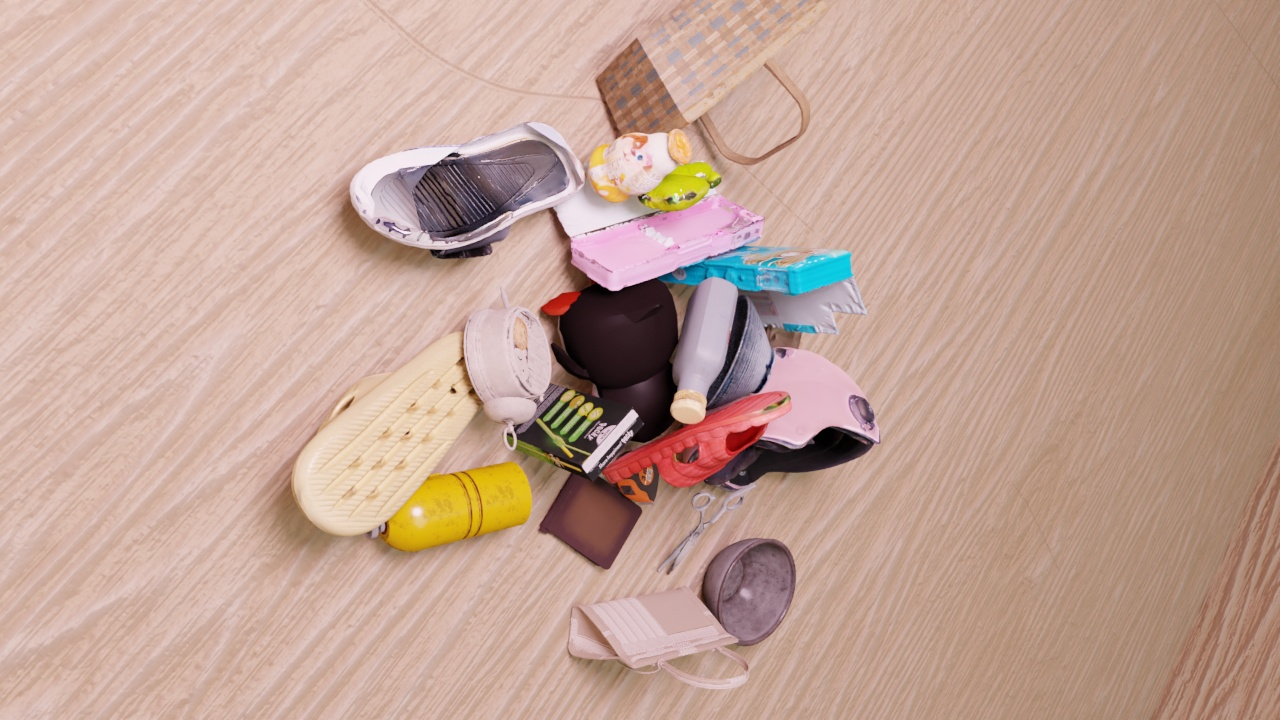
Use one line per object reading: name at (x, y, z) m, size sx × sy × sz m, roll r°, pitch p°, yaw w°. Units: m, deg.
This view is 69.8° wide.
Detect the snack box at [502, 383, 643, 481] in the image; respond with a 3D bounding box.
snack box at (-0.073, 0.072, 0.961) m, size 0.080 × 0.148 × 0.025 m, roll -48°, pitch 124°, yaw -22°

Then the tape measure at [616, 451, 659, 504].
tape measure at (-0.007, 0.137, 1.098) m, size 0.058 × 0.038 × 0.058 m, roll 30°, pitch 61°, yaw -47°

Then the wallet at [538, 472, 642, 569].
wallet at (-0.058, 0.186, 1.084) m, size 0.115 × 0.018 × 0.091 m, roll 42°, pitch 71°, yaw -33°

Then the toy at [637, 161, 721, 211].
toy at (0.043, -0.189, 0.994) m, size 0.094 × 0.093 × 0.036 m, roll -8°, pitch 123°, yaw 0°

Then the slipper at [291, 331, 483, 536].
slipper at (-0.239, 0.064, 0.875) m, size 0.260 × 0.079 × 0.111 m, roll -50°, pitch 128°, yaw -44°

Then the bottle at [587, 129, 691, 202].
bottle at (-0.001, -0.203, 0.942) m, size 0.063 × 0.109 × 0.063 m, roll 17°, pitch 68°, yaw -49°

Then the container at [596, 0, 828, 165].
container at (0.097, -0.306, 1.012) m, size 0.249 × 0.158 × 0.186 m, roll -44°, pitch 102°, yaw -24°

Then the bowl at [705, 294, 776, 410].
bowl at (0.110, 0.002, 0.999) m, size 0.057 × 0.137 × 0.137 m, roll 22°, pitch 83°, yaw -10°

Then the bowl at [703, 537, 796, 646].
bowl at (0.135, 0.300, 1.230) m, size 0.144 × 0.067 × 0.145 m, roll -9°, pitch 104°, yaw -38°

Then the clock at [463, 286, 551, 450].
clock at (-0.126, 0.013, 0.920) m, size 0.103 × 0.061 × 0.156 m, roll 44°, pitch 38°, yaw -60°

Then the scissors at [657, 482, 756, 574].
scissors at (0.082, 0.211, 1.151) m, size 0.117 × 0.014 × 0.162 m, roll -6°, pitch 129°, yaw -19°

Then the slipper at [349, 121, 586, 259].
slipper at (-0.162, -0.161, 0.892) m, size 0.263 × 0.063 × 0.111 m, roll -34°, pitch 87°, yaw -42°

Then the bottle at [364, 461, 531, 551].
bottle at (-0.198, 0.149, 0.926) m, size 0.163 × 0.071 × 0.071 m, roll -8°, pitch 103°, yaw -38°

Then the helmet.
helmet at (0.166, 0.070, 1.129) m, size 0.255 × 0.231 × 0.152 m, roll 6°, pitch 63°, yaw -34°

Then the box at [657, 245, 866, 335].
box at (0.147, -0.092, 1.058) m, size 0.170 × 0.228 × 0.085 m, roll 24°, pitch 82°, yaw -39°

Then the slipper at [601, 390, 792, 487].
slipper at (0.059, 0.098, 0.973) m, size 0.103 × 0.250 × 0.059 m, roll -25°, pitch 89°, yaw -51°

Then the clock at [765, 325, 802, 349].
clock at (0.188, -0.061, 1.203) m, size 0.093 × 0.054 × 0.140 m, roll 94°, pitch 9°, yaw -55°

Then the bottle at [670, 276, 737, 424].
bottle at (0.063, -0.008, 0.962) m, size 0.046 × 0.072 × 0.160 m, roll 22°, pitch 53°, yaw -9°

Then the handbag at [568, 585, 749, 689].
handbag at (0.045, 0.335, 1.076) m, size 0.175 × 0.198 × 0.062 m, roll 2°, pitch 97°, yaw -40°

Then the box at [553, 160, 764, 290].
box at (0.012, -0.160, 1.028) m, size 0.229 × 0.160 × 0.063 m, roll -23°, pitch 155°, yaw -34°

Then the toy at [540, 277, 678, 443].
toy at (-0.006, 0.006, 1.007) m, size 0.158 × 0.140 × 0.184 m, roll -31°, pitch 117°, yaw -31°
